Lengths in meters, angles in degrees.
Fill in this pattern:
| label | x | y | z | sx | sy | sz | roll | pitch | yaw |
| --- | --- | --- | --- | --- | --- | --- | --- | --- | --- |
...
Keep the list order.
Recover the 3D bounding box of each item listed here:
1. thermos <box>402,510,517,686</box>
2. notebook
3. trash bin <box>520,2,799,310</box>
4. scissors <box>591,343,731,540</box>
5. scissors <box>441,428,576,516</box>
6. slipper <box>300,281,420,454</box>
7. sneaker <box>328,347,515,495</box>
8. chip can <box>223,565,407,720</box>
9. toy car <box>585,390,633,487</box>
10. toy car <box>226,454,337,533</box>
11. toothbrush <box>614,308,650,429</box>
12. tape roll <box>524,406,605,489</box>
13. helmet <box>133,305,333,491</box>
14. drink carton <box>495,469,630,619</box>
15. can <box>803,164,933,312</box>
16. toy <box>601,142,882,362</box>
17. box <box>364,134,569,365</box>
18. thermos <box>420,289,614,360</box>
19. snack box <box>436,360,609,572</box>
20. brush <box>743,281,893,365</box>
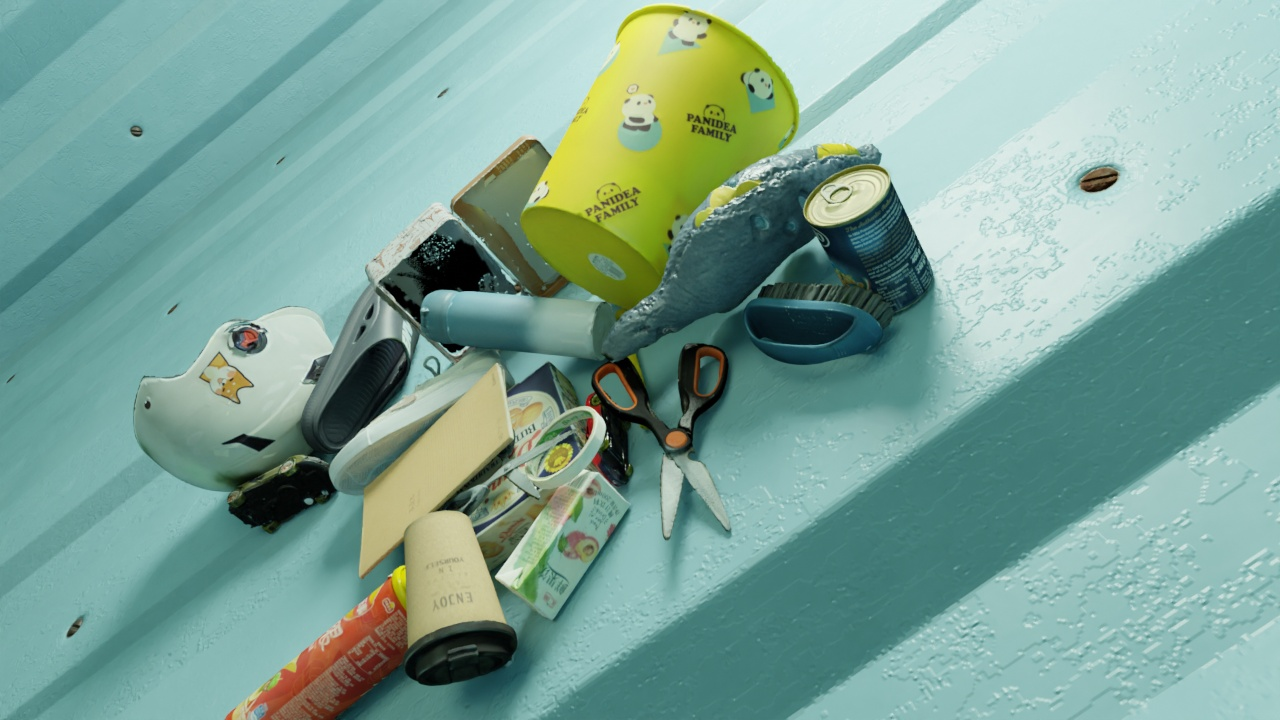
| label | x | y | z | sx | sy | sz | roll | pitch | yaw |
| --- | --- | --- | --- | --- | --- | --- | --- | --- | --- |
| thermos | -0.160 | 0.202 | 0.777 | 0.093 | 0.093 | 0.143 | -32 | 51 | 13 |
| notebook | -0.210 | 0.108 | 0.936 | 0.212 | 0.012 | 0.149 | -42 | 28 | 10 |
| trash bin | 0.013 | -0.206 | 0.990 | 0.230 | 0.229 | 0.254 | 10 | 63 | 48 |
| scissors | 0.020 | 0.063 | 0.819 | 0.205 | 0.022 | 0.223 | 14 | 48 | 22 |
| scissors | -0.126 | 0.102 | 0.846 | 0.159 | 0.014 | 0.181 | -47 | 25 | 2 |
| slipper | -0.340 | 0.005 | 1.198 | 0.083 | 0.111 | 0.267 | 7 | 59 | 27 |
| sneaker | -0.257 | 0.060 | 1.048 | 0.242 | 0.089 | 0.090 | -32 | 50 | 5 |
| chip can | -0.277 | 0.284 | 0.839 | 0.216 | 0.073 | 0.073 | -41 | 34 | 1 |
| toy car | -0.032 | 0.074 | 0.860 | 0.031 | 0.049 | 0.106 | -30 | 36 | 17 |
| toy car | -0.440 | 0.162 | 1.134 | 0.158 | 0.070 | 0.042 | -26 | 36 | 16 |
| toothbrush | -0.006 | 0.006 | 0.943 | 0.016 | 0.016 | 0.189 | -30 | 37 | 13 |
| tape roll | -0.068 | 0.078 | 0.830 | 0.086 | 0.014 | 0.085 | -32 | 29 | 20 |
| helmet | -0.492 | 0.069 | 1.188 | 0.273 | 0.231 | 0.157 | -35 | 69 | -25 |
| drink carton | -0.068 | 0.156 | 0.798 | 0.046 | 0.053 | 0.122 | 8 | 57 | 52 |
| can | 0.197 | -0.100 | 0.784 | 0.075 | 0.111 | 0.075 | -25 | 36 | 19 |
| toy | 0.104 | -0.120 | 0.863 | 0.356 | 0.138 | 0.091 | -39 | 75 | -9 |
| box | -0.177 | -0.128 | 1.113 | 0.260 | 0.177 | 0.082 | -43 | 35 | -1 |
| thermos | -0.140 | -0.042 | 1.013 | 0.221 | 0.070 | 0.070 | 6 | 52 | 20 |
| snack box | -0.133 | 0.109 | 0.920 | 0.178 | 0.046 | 0.182 | -37 | 34 | 6 |
| brush | 0.145 | -0.029 | 0.800 | 0.144 | 0.055 | 0.073 | 10 | 55 | 49 |
